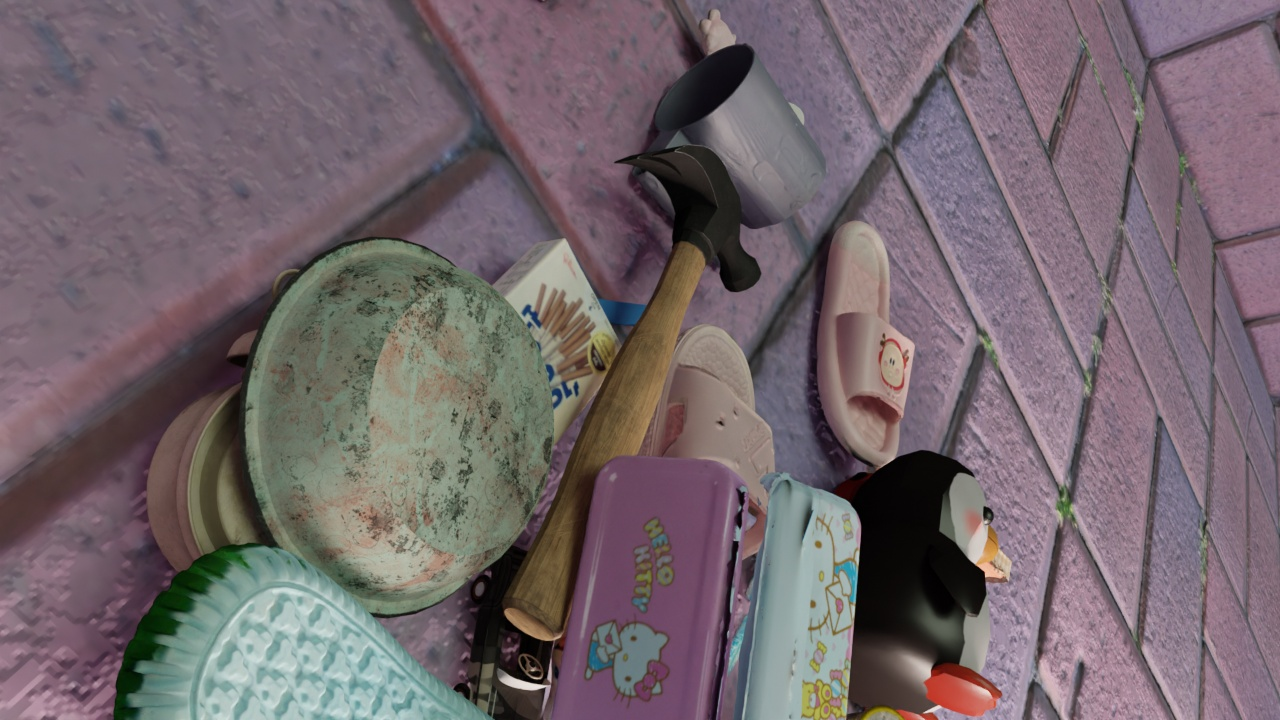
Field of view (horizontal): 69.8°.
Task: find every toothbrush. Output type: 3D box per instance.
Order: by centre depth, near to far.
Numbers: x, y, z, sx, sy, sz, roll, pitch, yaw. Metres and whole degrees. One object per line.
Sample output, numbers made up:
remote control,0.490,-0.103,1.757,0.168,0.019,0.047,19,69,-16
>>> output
toothbrush,-0.028,-0.029,0.556,0.166,0.014,0.016,3,76,-52

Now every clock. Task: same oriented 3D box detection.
clock,-0.146,0.032,0.368,0.092,0.055,0.140,16,72,-52

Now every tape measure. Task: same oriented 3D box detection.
tape measure,0.169,0.116,0.721,0.051,0.019,0.059,11,78,-44

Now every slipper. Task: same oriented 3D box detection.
slipper,-0.106,0.176,0.356,0.276,0.070,0.115,63,35,-34
slipper,0.042,0.084,0.557,0.094,0.065,0.238,39,53,-34
slipper,0.192,-0.017,0.765,0.106,0.056,0.221,29,57,-42

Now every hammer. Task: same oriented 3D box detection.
hammer,-0.003,0.003,0.501,0.132,0.040,0.304,58,42,-38

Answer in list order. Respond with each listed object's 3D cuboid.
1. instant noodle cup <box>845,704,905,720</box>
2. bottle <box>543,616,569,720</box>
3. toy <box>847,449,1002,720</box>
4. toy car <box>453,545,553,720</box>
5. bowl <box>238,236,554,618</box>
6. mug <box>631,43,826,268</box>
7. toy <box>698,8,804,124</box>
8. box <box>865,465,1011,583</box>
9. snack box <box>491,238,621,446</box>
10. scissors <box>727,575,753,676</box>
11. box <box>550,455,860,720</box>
instant noodle cup,0.095,0.250,0.527,0.102,0.108,0.102,18,64,-44
bottle,-0.016,0.155,0.460,0.063,0.063,0.108,35,76,-36
toy,0.177,0.139,0.642,0.140,0.159,0.183,28,53,3
toy car,-0.060,0.137,0.443,0.040,0.037,0.092,29,57,-39
bowl,-0.084,0.025,0.377,0.157,0.039,0.157,13,74,-57
mug,0.062,-0.141,0.650,0.104,0.084,0.123,44,73,-33
toy,0.079,-0.212,0.714,0.125,0.037,0.075,47,51,-27
box,0.264,0.139,0.797,0.187,0.055,0.076,39,19,-35
snack box,-0.067,0.011,0.469,0.149,0.026,0.082,-52,127,-40
scissors,0.087,0.134,0.588,0.140,0.013,0.113,-43,151,-43
box,0.031,0.151,0.398,0.140,0.062,0.213,12,71,-6
